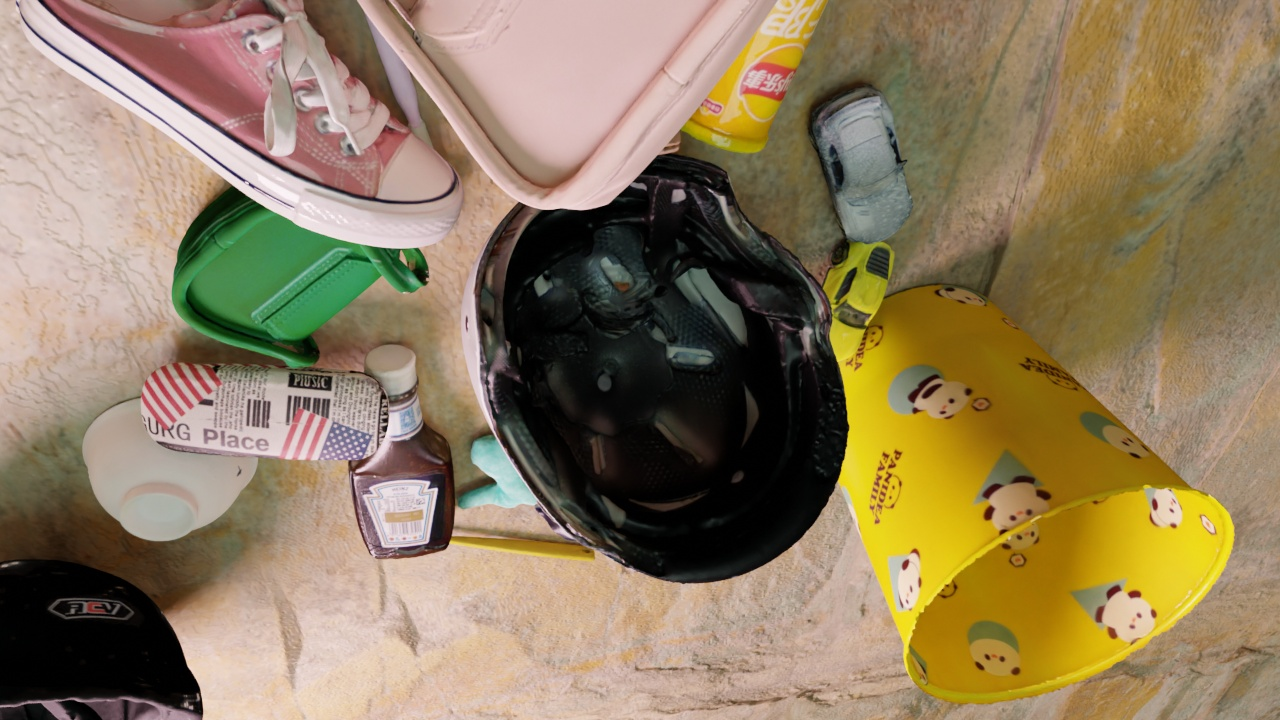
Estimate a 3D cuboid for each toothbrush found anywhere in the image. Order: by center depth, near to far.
[{"bbox_3d":[-0.145,-0.169,0.535,0.021,0.029,0.189,-44,140,-34],"label":"toothbrush"},{"bbox_3d":[-0.130,0.167,0.822,0.190,0.015,0.017,11,129,-24],"label":"toothbrush"}]

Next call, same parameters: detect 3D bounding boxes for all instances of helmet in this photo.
[{"bbox_3d":[-0.004,0.004,0.610,0.229,0.157,0.274,-43,110,-14],"label":"helmet"},{"bbox_3d":[-0.451,0.255,0.662,0.275,0.230,0.233,-40,143,19],"label":"helmet"}]

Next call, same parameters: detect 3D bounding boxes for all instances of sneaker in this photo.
[{"bbox_3d":[-0.191,-0.147,0.480,0.241,0.118,0.088,31,132,-23],"label":"sneaker"}]

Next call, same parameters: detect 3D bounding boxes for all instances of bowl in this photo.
[{"bbox_3d":[-0.343,0.090,0.664,0.118,0.064,0.118,-8,130,-10],"label":"bowl"}]

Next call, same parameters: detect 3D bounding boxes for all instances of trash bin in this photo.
[{"bbox_3d":[0.259,0.087,0.706,0.229,0.255,0.230,-8,131,-10],"label":"trash bin"}]

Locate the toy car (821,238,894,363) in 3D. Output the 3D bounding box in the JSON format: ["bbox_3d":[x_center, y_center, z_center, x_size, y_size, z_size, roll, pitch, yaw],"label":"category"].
[{"bbox_3d":[0.161,-0.044,0.703,0.048,0.032,0.105,15,104,-28],"label":"toy car"}]

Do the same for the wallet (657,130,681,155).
[{"bbox_3d":[-0.035,-0.168,0.525,0.101,0.020,0.115,-12,89,-6],"label":"wallet"}]

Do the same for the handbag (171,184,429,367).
[{"bbox_3d":[-0.214,-0.058,0.575,0.131,0.068,0.120,-36,130,15],"label":"handbag"}]

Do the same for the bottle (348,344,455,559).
[{"bbox_3d":[-0.186,0.075,0.711,0.079,0.044,0.195,-5,129,-13],"label":"bottle"}]

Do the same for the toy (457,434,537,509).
[{"bbox_3d":[-0.112,0.094,0.757,0.096,0.030,0.092,-15,129,4],"label":"toy"}]

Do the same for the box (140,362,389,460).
[{"bbox_3d":[-0.256,0.034,0.632,0.164,0.052,0.069,6,117,-6],"label":"box"}]

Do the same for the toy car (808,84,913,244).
[{"bbox_3d":[0.156,-0.132,0.638,0.054,0.036,0.121,-24,129,4],"label":"toy car"}]

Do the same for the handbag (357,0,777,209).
[{"bbox_3d":[-0.054,-0.208,0.440,0.234,0.093,0.194,41,113,-2],"label":"handbag"}]

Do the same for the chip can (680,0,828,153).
[{"bbox_3d":[0.081,-0.227,0.516,0.072,0.072,0.214,9,125,-23],"label":"chip can"}]
